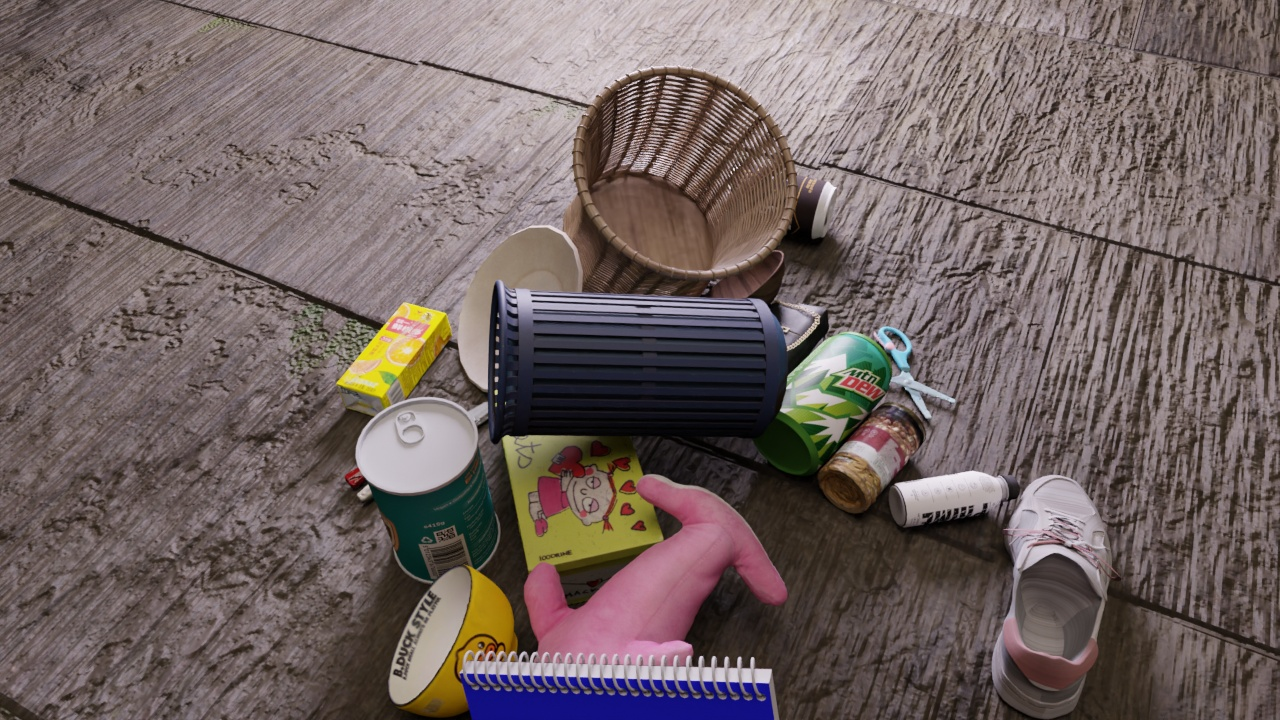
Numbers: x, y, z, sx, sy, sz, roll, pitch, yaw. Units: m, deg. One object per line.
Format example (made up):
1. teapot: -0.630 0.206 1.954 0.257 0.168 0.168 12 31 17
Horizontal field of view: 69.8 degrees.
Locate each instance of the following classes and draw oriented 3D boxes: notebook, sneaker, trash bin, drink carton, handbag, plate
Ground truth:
1. notebook: -0.008 0.270 0.614 0.209 0.172 0.022 -4 19 18
2. sneaker: 0.353 0.175 0.771 0.099 0.090 0.235 15 49 15
3. trash bin: -0.005 0.005 0.812 0.249 0.140 0.139 1 46 -13
4. drink carton: -0.263 -0.003 0.989 0.058 0.043 0.134 15 49 16
5. handbag: 0.147 -0.020 0.993 0.079 0.054 0.128 20 53 33
6. plate: -0.124 -0.053 0.982 0.189 0.027 0.188 -17 63 36

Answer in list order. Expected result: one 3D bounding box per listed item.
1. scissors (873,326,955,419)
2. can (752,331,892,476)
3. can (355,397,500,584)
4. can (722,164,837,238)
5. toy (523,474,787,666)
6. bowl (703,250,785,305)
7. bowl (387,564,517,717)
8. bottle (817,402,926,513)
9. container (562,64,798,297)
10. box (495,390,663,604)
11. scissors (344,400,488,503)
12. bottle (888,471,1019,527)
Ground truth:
1. scissors: 0.262 0.016 0.975 0.118 0.015 0.139 -10 42 -7
2. can: 0.180 0.040 0.906 0.083 0.083 0.143 32 56 27
3. can: -0.182 0.117 0.805 0.099 0.144 0.099 -1 47 1
4. can: 0.172 -0.198 1.136 0.129 0.072 0.071 17 50 16
5. toy: -0.002 0.212 0.696 0.186 0.128 0.265 42 73 1
6. bowl: 0.117 -0.072 1.022 0.119 0.032 0.119 -35 17 12
7. bowl: -0.141 0.231 0.734 0.067 0.118 0.117 34 43 -23
8. bottle: 0.221 0.092 0.875 0.056 0.056 0.105 32 56 28
9. container: 0.023 -0.161 0.974 0.226 0.196 0.226 4 74 -14
10. box: -0.062 0.109 0.855 0.124 0.080 0.220 -10 49 -7
11. scissors: -0.209 0.077 0.933 0.140 0.015 0.188 11 47 13
12. bottle: 0.293 0.126 0.852 0.116 0.041 0.041 -8 47 -6
